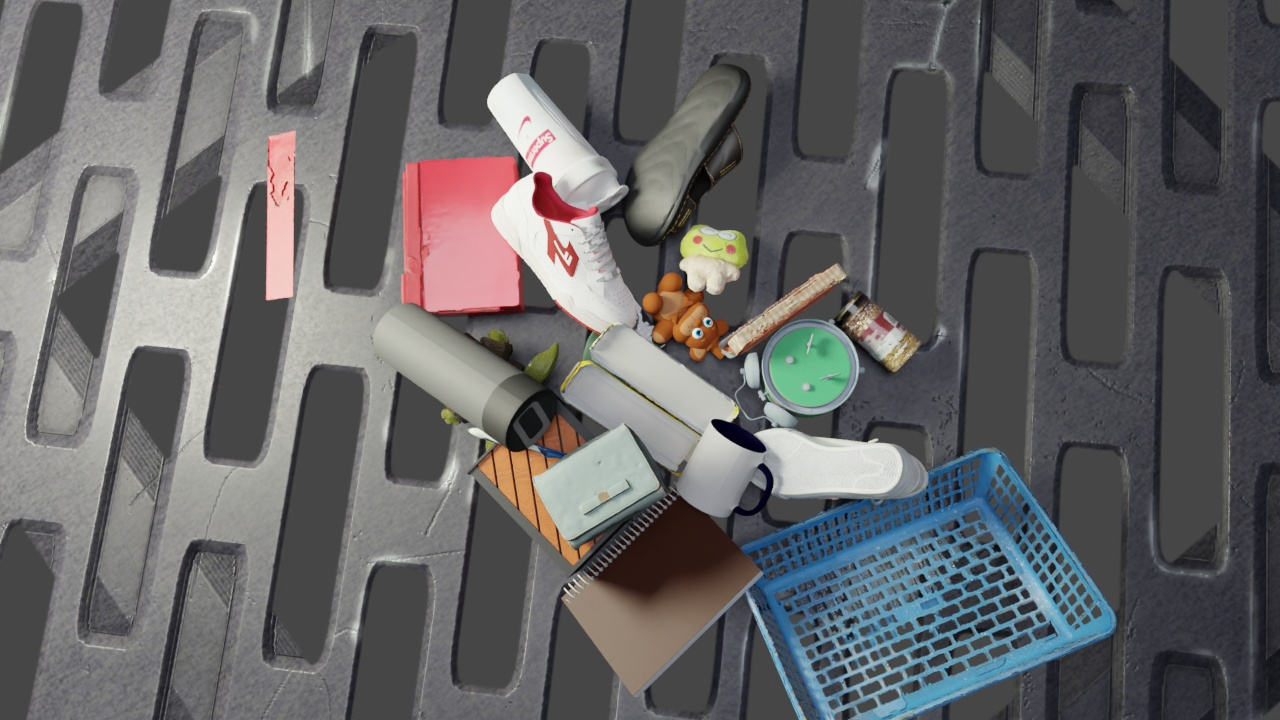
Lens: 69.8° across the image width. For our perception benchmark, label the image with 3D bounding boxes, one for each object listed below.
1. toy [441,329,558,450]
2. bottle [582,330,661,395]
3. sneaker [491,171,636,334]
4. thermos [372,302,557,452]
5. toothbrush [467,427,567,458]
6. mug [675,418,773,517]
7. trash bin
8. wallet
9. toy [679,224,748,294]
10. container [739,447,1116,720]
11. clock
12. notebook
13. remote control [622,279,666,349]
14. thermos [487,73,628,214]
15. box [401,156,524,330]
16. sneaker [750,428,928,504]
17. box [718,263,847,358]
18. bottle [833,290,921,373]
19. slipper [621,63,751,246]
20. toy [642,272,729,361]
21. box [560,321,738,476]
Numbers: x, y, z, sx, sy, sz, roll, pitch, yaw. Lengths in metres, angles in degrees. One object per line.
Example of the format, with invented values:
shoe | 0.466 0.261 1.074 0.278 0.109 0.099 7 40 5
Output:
toy | -0.200 0.031 1.194 0.153 0.078 0.179 30 84 1
bottle | -0.007 0.007 1.192 0.131 0.061 0.061 16 115 5
sneaker | -0.075 -0.140 1.163 0.236 0.090 0.105 50 125 1
thermos | -0.209 0.017 1.083 0.240 0.082 0.082 30 82 30
toothbrush | -0.112 0.109 1.066 0.189 0.016 0.017 16 92 5
mug | 0.113 0.143 1.142 0.112 0.078 0.097 35 107 26
trash bin | -0.093 0.153 1.138 0.139 0.140 0.172 -45 82 -5
wallet | -0.044 0.141 1.031 0.131 0.054 0.100 -33 90 1
toy | 0.095 -0.133 1.212 0.092 0.046 0.115 13 53 3
container | 0.322 0.284 1.088 0.362 0.089 0.257 -22 53 -1
clock | 0.198 0.021 1.180 0.161 0.075 0.122 -30 81 -2
notebook | 0.020 0.276 1.133 0.209 0.022 0.171 -44 53 -3
remote control | -0.015 -0.067 1.233 0.032 0.015 0.136 -34 84 -3
thermos | -0.118 -0.283 1.238 0.099 0.099 0.220 -37 77 -4
box | -0.232 -0.165 1.240 0.154 0.164 0.214 -13 75 45
sneaker | 0.236 0.136 1.126 0.243 0.090 0.089 0 73 46
box | 0.184 -0.063 1.183 0.186 0.083 0.042 -34 82 -16
bottle | 0.307 -0.037 1.195 0.105 0.056 0.056 41 84 8
slipper | 0.068 -0.271 1.235 0.113 0.075 0.268 33 94 31
toy | 0.064 -0.051 1.205 0.127 0.065 0.094 41 76 2
box | 0.012 0.051 1.159 0.209 0.036 0.130 35 102 -17
